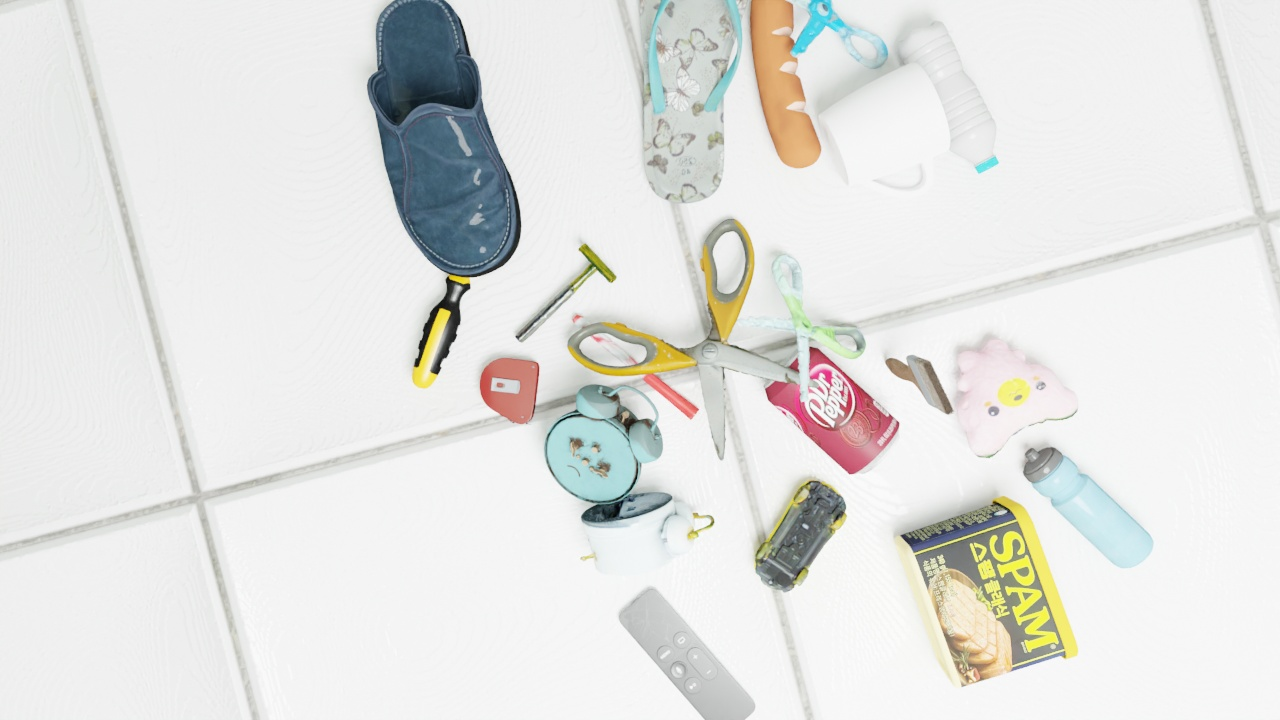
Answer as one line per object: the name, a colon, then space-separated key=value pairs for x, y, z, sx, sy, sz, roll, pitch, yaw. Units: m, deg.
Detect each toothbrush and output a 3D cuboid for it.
toothbrush: x=-0.167 y=-0.068 z=0.834 sx=0.031 sy=0.031 sz=0.196 roll=20 pitch=87 yaw=-1

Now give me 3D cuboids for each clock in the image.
clock: x=0.006 y=0.147 z=0.800 sx=0.118 sy=0.083 sz=0.057 roll=-11 pitch=95 yaw=6
clock: x=-0.029 y=0.068 z=0.794 sx=0.090 sy=0.053 sz=0.124 roll=40 pitch=121 yaw=-1

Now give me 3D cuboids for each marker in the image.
marker: x=-0.005 y=0.005 z=0.834 sx=0.142 sy=0.013 sz=0.013 roll=39 pitch=92 yaw=2

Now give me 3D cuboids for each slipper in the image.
slipper: x=-0.182 y=-0.203 z=0.799 sx=0.109 sy=0.083 sz=0.265 roll=-14 pitch=86 yaw=4
slipper: x=0.041 y=-0.276 z=0.811 sx=0.098 sy=0.054 sz=0.269 roll=7 pitch=92 yaw=5

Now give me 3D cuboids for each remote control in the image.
remote control: x=0.042 y=0.274 z=0.835 sx=0.045 sy=0.008 sz=0.146 roll=-41 pitch=89 yaw=2

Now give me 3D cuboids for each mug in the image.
mug: x=0.214 y=-0.187 z=0.798 sx=0.088 sy=0.080 sz=0.114 roll=-23 pitch=120 yaw=8

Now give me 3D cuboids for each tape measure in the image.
tape measure: x=-0.121 y=0.027 z=0.835 sx=0.051 sy=0.019 sz=0.059 roll=7 pitch=91 yaw=2

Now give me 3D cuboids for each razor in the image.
razor: x=-0.073 y=-0.055 z=0.833 sx=0.106 sy=0.026 sz=0.042 roll=-43 pitch=91 yaw=6

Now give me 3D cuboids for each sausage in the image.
sausage: x=0.125 y=-0.250 z=0.812 sx=0.044 sy=0.039 sz=0.164 roll=-11 pitch=89 yaw=20

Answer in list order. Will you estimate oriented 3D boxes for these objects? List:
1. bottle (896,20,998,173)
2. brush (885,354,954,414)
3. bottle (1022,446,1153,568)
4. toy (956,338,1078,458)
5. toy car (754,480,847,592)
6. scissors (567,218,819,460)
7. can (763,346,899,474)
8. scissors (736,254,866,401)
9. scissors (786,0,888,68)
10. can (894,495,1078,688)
bottle: x=0.274 y=-0.228 z=0.804 sx=0.044 sy=0.044 sz=0.136 roll=-27 pitch=89 yaw=2
brush: x=0.223 y=0.011 z=0.758 sx=0.008 sy=0.143 sz=0.045 roll=-27 pitch=98 yaw=3
bottle: x=0.387 y=0.125 z=0.803 sx=0.130 sy=0.040 sz=0.040 roll=44 pitch=92 yaw=2
toy: x=0.319 y=0.027 z=0.801 sx=0.102 sy=0.050 sz=0.093 roll=-24 pitch=84 yaw=-1
toy car: x=0.141 y=0.157 z=0.819 sx=0.049 sy=0.030 sz=0.107 roll=35 pitch=89 yaw=1
scissors: x=0.051 y=-0.027 z=0.800 sx=0.225 sy=0.016 sz=0.229 roll=13 pitch=73 yaw=17
can: x=0.167 y=0.043 z=0.801 sx=0.114 sy=0.063 sz=0.063 roll=43 pitch=92 yaw=2
scissors: x=0.132 y=-0.033 z=0.776 sx=0.024 sy=0.171 sz=0.165 roll=-34 pitch=63 yaw=37
scissors: x=0.166 y=-0.314 z=0.807 sx=0.134 sy=0.011 sz=0.140 roll=15 pitch=75 yaw=-20
can: x=0.294 y=0.200 z=0.792 sx=0.104 sy=0.075 sz=0.135 roll=-20 pitch=89 yaw=5
